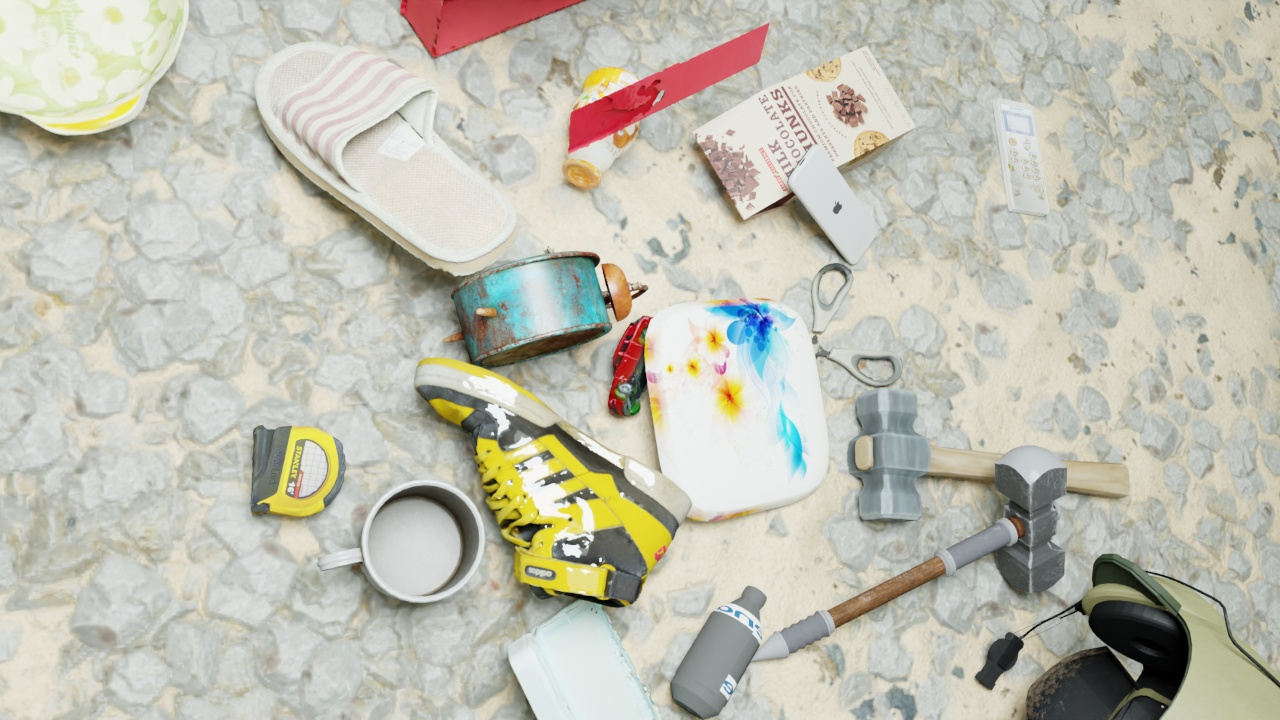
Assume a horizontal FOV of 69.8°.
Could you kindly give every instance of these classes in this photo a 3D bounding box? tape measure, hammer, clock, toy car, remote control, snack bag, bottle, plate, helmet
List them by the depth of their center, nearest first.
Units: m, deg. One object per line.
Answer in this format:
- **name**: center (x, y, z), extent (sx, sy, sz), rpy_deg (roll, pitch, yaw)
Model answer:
- **tape measure**: center (-0.247, 0.081, 0.663), extent (0.064, 0.037, 0.065), rpy_deg (2, 77, -20)
- **helmet**: center (0.375, 0.301, 0.712), extent (0.233, 0.256, 0.249), rpy_deg (45, 66, -1)
- **clock**: center (-0.069, -0.047, 0.725), extent (0.157, 0.121, 0.073), rpy_deg (-12, 84, -29)
- **bottle**: center (0.067, 0.232, 0.739), extent (0.047, 0.047, 0.112), rpy_deg (40, 65, -7)
- **toy car**: center (-0.005, 0.005, 0.777), extent (0.036, 0.042, 0.091), rpy_deg (12, 61, 13)
- **plate**: center (0.092, 0.037, 0.791), extent (0.186, 0.016, 0.187), rpy_deg (-6, 85, -34)
- **hammer**: center (0.236, 0.193, 0.804), extent (0.321, 0.043, 0.156), rpy_deg (-21, 119, -15)
- **bottle**: center (-0.035, -0.205, 0.812), extent (0.063, 0.063, 0.109), rpy_deg (26, 68, -13)
- **remote control**: center (0.182, -0.143, 0.860), extent (0.045, 0.008, 0.146), rpy_deg (-54, 135, -2)
- **snack bag**: center (0.152, -0.214, 0.885), extent (0.206, 0.070, 0.094), rpy_deg (-29, 87, -25)
- **hammer**: center (0.347, 0.104, 0.887), extent (0.322, 0.051, 0.117), rpy_deg (8, 75, -22)
- **remote control**: center (0.427, -0.229, 1.029), extent (0.050, 0.011, 0.135), rpy_deg (4, 74, -20)

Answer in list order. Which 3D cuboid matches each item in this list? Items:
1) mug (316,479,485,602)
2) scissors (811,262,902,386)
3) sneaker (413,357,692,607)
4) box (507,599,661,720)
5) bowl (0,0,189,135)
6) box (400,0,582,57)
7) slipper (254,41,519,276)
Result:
- **mug**: center (-0.174, 0.134, 0.658), extent (0.113, 0.071, 0.084), rpy_deg (-8, 78, -23)
- **scissors**: center (0.178, -0.022, 0.873), extent (0.170, 0.013, 0.157), rpy_deg (13, 70, -17)
- **sneaker**: center (-0.085, 0.102, 0.689), extent (0.238, 0.086, 0.121), rpy_deg (30, 63, -8)
- **box**: center (-0.024, 0.282, 0.677), extent (0.122, 0.078, 0.197), rpy_deg (-25, 87, -45)
- **bowl**: center (-0.433, -0.251, 0.671), extent (0.188, 0.060, 0.219), rpy_deg (-24, 86, -26)
- **box**: center (-0.047, -0.364, 0.685), extent (0.211, 0.379, 0.124), rpy_deg (-32, 104, -27)
- **slipper**: center (-0.196, -0.168, 0.703), extent (0.263, 0.052, 0.114), rpy_deg (42, 65, 16)
